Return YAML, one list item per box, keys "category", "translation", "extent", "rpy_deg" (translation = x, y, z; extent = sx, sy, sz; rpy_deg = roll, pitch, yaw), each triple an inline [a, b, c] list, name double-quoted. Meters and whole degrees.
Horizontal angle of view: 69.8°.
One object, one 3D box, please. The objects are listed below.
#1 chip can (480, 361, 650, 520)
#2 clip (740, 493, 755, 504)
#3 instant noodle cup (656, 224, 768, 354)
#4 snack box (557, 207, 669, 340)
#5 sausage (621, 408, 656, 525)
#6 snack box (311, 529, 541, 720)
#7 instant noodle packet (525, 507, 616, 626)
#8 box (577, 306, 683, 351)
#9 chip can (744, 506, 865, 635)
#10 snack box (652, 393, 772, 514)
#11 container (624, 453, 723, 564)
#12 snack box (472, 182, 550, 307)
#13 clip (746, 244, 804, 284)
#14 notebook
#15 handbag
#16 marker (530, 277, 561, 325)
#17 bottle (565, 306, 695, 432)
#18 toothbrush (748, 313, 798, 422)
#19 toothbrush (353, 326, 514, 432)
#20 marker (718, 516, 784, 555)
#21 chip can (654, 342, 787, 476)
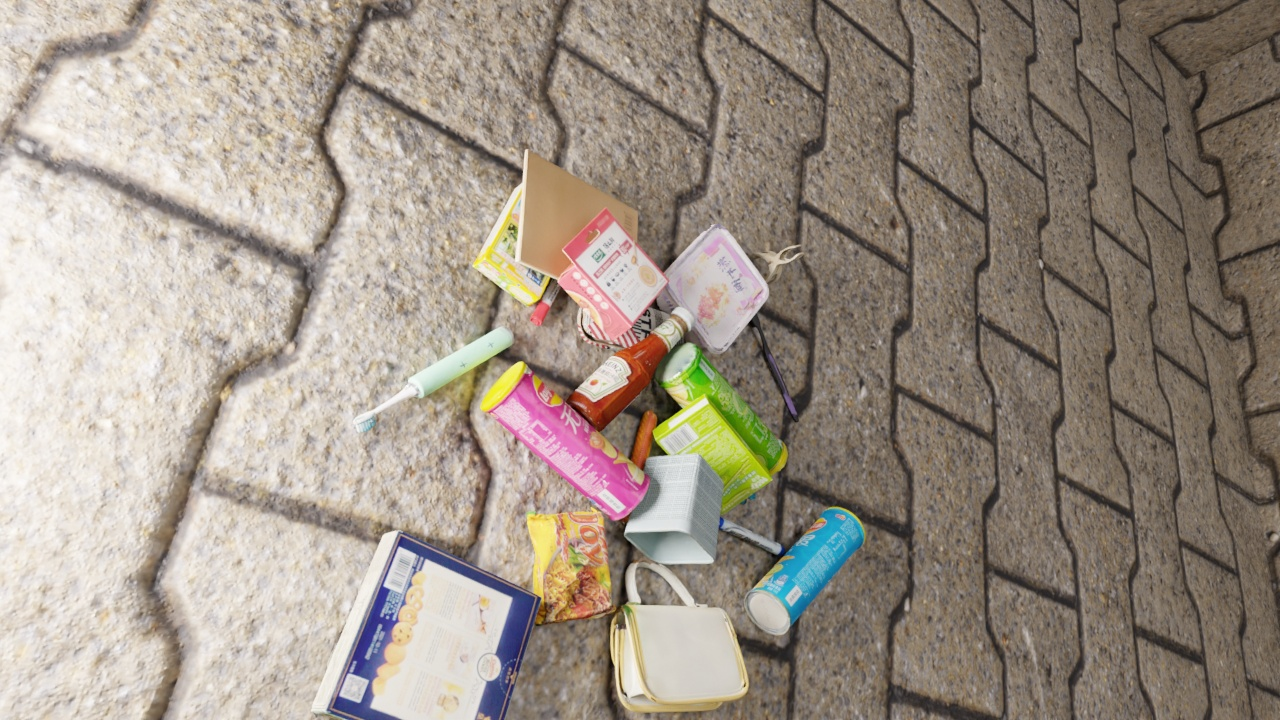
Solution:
- category: "chip can"
  translation: [-0.085, 0.096, 1.067]
  extent: [0.210, 0.072, 0.071]
  rpy_deg: [43, 52, -17]
- category: "clip"
  translation: [0.132, 0.172, 1.255]
  extent: [0.057, 0.049, 0.015]
  rpy_deg: [51, 50, -5]
- category: "instant noodle cup"
  translation: [0.093, -0.096, 1.296]
  extent: [0.138, 0.061, 0.173]
  rpy_deg: [52, 48, -12]
- category: "snack box"
  translation: [-0.040, -0.109, 1.148]
  extent: [0.127, 0.044, 0.113]
  rpy_deg: [48, 46, -10]
- category: "sausage"
  translation: [-0.003, 0.131, 1.157]
  extent: [0.021, 0.022, 0.164]
  rpy_deg: [32, 56, -26]
- category: "snack box"
  translation: [-0.205, 0.289, 0.916]
  extent: [0.182, 0.046, 0.177]
  rpy_deg: [33, 56, -26]
- category: "instant noodle packet"
  translation: [-0.078, 0.231, 1.045]
  extent: [0.110, 0.044, 0.128]
  rpy_deg: [7, 69, -42]
- category: "box"
  translation: [-0.008, -0.043, 1.196]
  extent: [0.164, 0.060, 0.071]
  rpy_deg: [10, 89, -38]
- category: "chip can"
  translation: [0.228, 0.284, 1.256]
  extent: [0.209, 0.071, 0.071]
  rpy_deg: [-33, 96, -41]
- category: "snack box"
  translation: [0.094, 0.124, 1.187]
  extent: [0.156, 0.086, 0.026]
  rpy_deg: [49, 10, -25]
- category: "container"
  translation: [0.046, 0.179, 1.124]
  extent: [0.090, 0.090, 0.111]
  rpy_deg: [50, 43, -42]
- category: "snack box"
  translation: [-0.141, -0.146, 1.142]
  extent: [0.087, 0.034, 0.140]
  rpy_deg: [37, 52, -24]
- category: "clip"
  translation: [0.203, -0.136, 1.386]
  extent: [0.034, 0.102, 0.094]
  rpy_deg: [-14, 108, -43]
- category: "notebook"
  translation: [-0.074, -0.162, 1.178]
  extent: [0.211, 0.012, 0.149]
  rpy_deg: [21, 65, -47]
- category: "handbag"
  translation: [0.036, 0.327, 1.101]
  extent: [0.163, 0.063, 0.178]
  rpy_deg: [12, 51, -36]
- category: "marker"
  translation: [-0.104, -0.102, 1.166]
  extent: [0.017, 0.017, 0.144]
  rpy_deg: [39, 53, -22]
- category: "bottle"
  translation: [-0.007, 0.007, 1.144]
  extent: [0.205, 0.060, 0.060]
  rpy_deg: [-44, 103, -24]
- category: "toothbrush"
  translation: [0.198, 0.007, 1.377]
  extent: [0.014, 0.017, 0.189]
  rpy_deg: [-25, 94, -31]
- category: "toothbrush"
  translation: [-0.225, 0.017, 1.015]
  extent: [0.223, 0.026, 0.027]
  rpy_deg: [-35, 119, -42]
- category: "marker"
  translation: [0.140, 0.234, 1.239]
  extent: [0.145, 0.017, 0.016]
  rpy_deg: [29, 58, -29]
- category: "chip can"
  translation: [0.107, 0.069, 1.219]
  extent: [0.221, 0.073, 0.072]
  rpy_deg: [48, 50, -25]
